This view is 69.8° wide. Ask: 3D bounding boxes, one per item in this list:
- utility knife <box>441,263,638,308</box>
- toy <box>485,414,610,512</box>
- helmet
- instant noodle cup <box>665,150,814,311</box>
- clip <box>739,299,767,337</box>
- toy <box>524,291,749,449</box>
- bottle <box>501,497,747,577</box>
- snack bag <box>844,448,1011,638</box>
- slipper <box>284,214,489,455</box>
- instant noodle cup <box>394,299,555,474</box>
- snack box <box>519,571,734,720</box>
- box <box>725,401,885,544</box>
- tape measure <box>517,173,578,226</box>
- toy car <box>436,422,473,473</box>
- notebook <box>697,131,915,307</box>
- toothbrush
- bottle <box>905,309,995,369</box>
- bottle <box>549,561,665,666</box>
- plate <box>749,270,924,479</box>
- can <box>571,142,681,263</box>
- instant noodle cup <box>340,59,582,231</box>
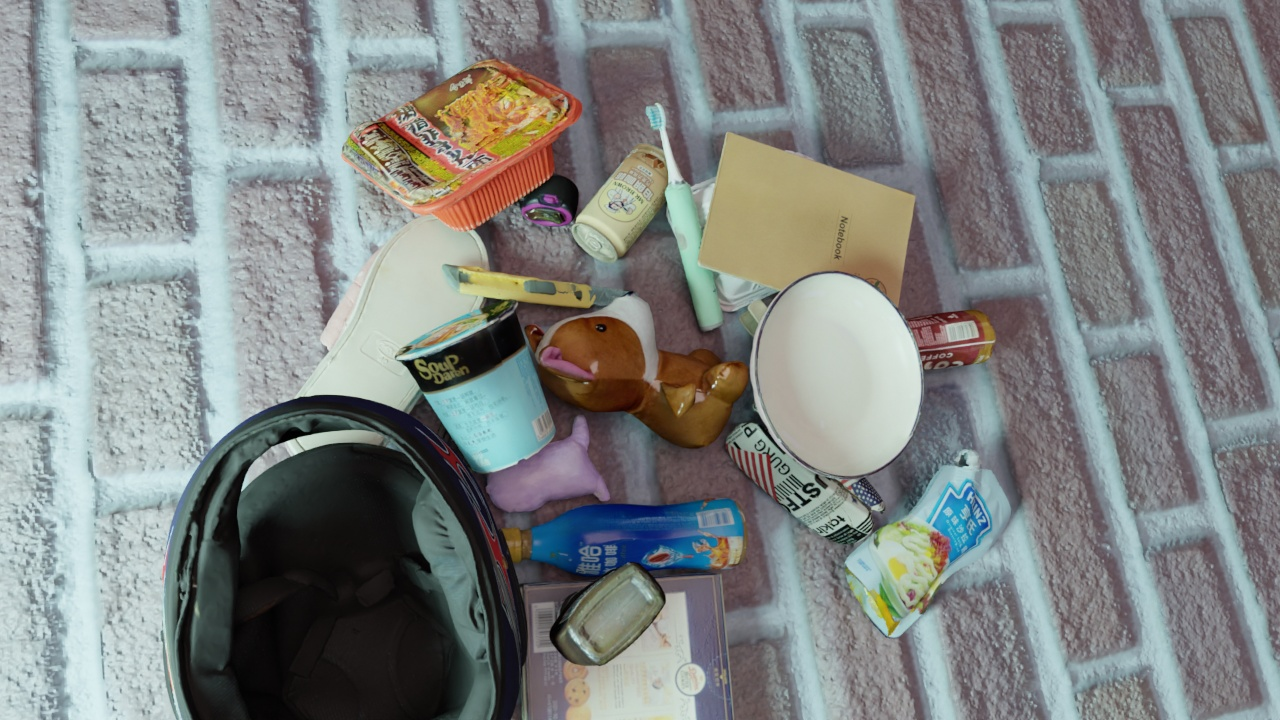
[{"bbox_3d":[-0.091,-0.067,0.868,0.198,0.021,0.031,7,71,-32],"label":"utility knife"},{"bbox_3d":[-0.088,0.100,0.833,0.108,0.039,0.084,-13,80,-13],"label":"toy"},{"bbox_3d":[-0.213,0.175,0.671,0.247,0.240,0.315,-10,96,-16],"label":"helmet"},{"bbox_3d":[0.128,-0.143,0.934,0.173,0.060,0.138,-24,83,-19],"label":"instant noodle cup"},{"bbox_3d":[0.142,-0.015,0.901,0.034,0.082,0.104,-32,96,-18],"label":"clip"},{"bbox_3d":[-0.005,0.005,0.829,0.199,0.140,0.130,12,92,-14],"label":"toy"},{"bbox_3d":[-0.016,0.161,0.821,0.218,0.065,0.065,-1,77,-13],"label":"bottle"},{"bbox_3d":[0.285,0.174,0.892,0.190,0.039,0.110,-37,103,-17],"label":"snack bag"},{"bbox_3d":[-0.223,-0.017,0.821,0.114,0.055,0.273,28,62,-10],"label":"slipper"},{"bbox_3d":[-0.131,0.026,0.770,0.111,0.111,0.120,-28,105,-18],"label":"instant noodle cup"},{"bbox_3d":[-0.013,0.281,0.801,0.182,0.046,0.177,0,75,-13],"label":"snack box"},{"bbox_3d":[0.167,0.099,0.886,0.163,0.076,0.087,40,51,2],"label":"box"},{"bbox_3d":[-0.089,-0.153,0.886,0.058,0.057,0.039,3,73,11],"label":"tape measure"},{"bbox_3d":[-0.161,0.067,0.825,0.043,0.036,0.091,20,70,-9],"label":"toy car"},{"bbox_3d":[0.167,-0.130,0.903,0.207,0.008,0.147,16,74,-9],"label":"notebook"},{"bbox_3d":[0.043,-0.137,0.889,0.027,0.026,0.224,-23,104,-35],"label":"toothbrush"},{"bbox_3d":[0.271,-0.016,0.935,0.174,0.058,0.057,-6,78,-14],"label":"bottle"},{"bbox_3d":[-0.034,0.192,0.693,0.079,0.195,0.044,-41,86,-19],"label":"bottle"},{"bbox_3d":[0.177,0.014,0.850,0.192,0.039,0.192,4,80,-26],"label":"plate"},{"bbox_3d":[-0.013,-0.156,0.904,0.058,0.059,0.116,37,71,-2],"label":"can"},{"bbox_3d":[-0.158,-0.195,0.845,0.188,0.079,0.164,-38,51,-18],"label":"instant noodle cup"}]
